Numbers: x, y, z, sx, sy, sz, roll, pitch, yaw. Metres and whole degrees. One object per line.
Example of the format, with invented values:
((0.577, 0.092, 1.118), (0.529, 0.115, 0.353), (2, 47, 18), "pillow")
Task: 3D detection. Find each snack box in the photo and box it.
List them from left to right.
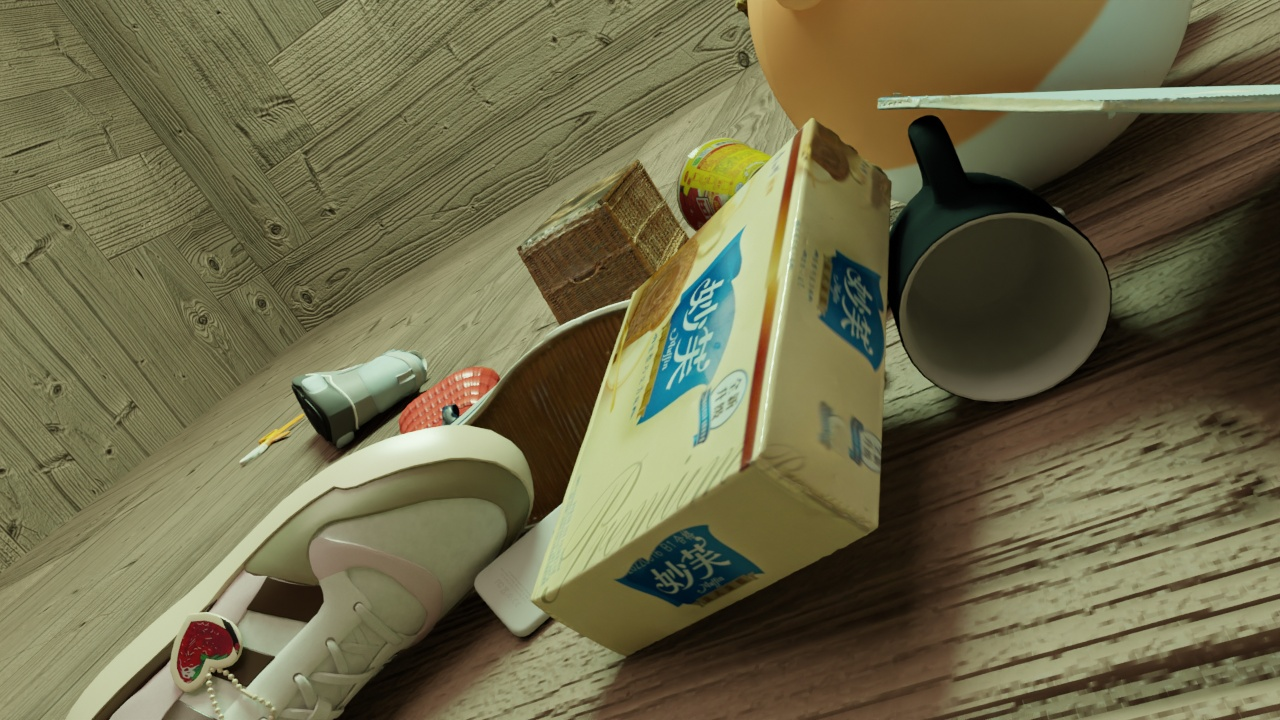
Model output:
((0.036, 0.008, 0.410), (0.154, 0.055, 0.206), (-42, 23, 43), "snack box")

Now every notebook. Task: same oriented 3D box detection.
((0.245, -0.101, 0.354), (0.253, 0.009, 0.181), (-3, 17, -5), "notebook")

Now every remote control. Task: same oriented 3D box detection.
((-0.021, 0.086, 0.493), (0.146, 0.008, 0.045), (-39, 53, -19), "remote control")

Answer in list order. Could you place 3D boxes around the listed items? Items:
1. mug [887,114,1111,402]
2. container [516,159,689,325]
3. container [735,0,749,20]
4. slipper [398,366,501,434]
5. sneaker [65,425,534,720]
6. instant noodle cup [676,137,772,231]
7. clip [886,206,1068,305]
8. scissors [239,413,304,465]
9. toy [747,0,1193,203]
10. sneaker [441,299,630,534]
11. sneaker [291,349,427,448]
((0.149, -0.054, 0.418), (0.085, 0.121, 0.094), (-22, 17, 17), "mug")
((-0.033, -0.119, 0.961), (0.114, 0.113, 0.198), (-27, 16, 21), "container")
((0.295, -0.436, 1.118), (0.307, 0.196, 0.306), (-31, 15, 9), "container")
((-0.172, 0.045, 0.844), (0.103, 0.059, 0.248), (-32, 15, 0), "slipper")
((-0.169, 0.152, 0.466), (0.293, 0.112, 0.116), (-37, 36, -6), "sneaker")
((0.101, -0.159, 0.875), (0.100, 0.100, 0.112), (-35, 25, -8), "instant noodle cup")
((0.147, -0.033, 0.531), (0.164, 0.031, 0.169), (-41, 17, -30), "clip")
((-0.592, 0.127, 1.470), (0.126, 0.011, 0.130), (-18, 24, 45), "scissors")
((0.190, -0.238, 0.585), (0.266, 0.280, 0.262), (-18, 58, 53), "toy")
((-0.075, 0.053, 0.604), (0.295, 0.120, 0.127), (-32, -6, 12), "sneaker")
((-0.366, 0.033, 1.211), (0.160, 0.093, 0.257), (-29, 13, -19), "sneaker")
